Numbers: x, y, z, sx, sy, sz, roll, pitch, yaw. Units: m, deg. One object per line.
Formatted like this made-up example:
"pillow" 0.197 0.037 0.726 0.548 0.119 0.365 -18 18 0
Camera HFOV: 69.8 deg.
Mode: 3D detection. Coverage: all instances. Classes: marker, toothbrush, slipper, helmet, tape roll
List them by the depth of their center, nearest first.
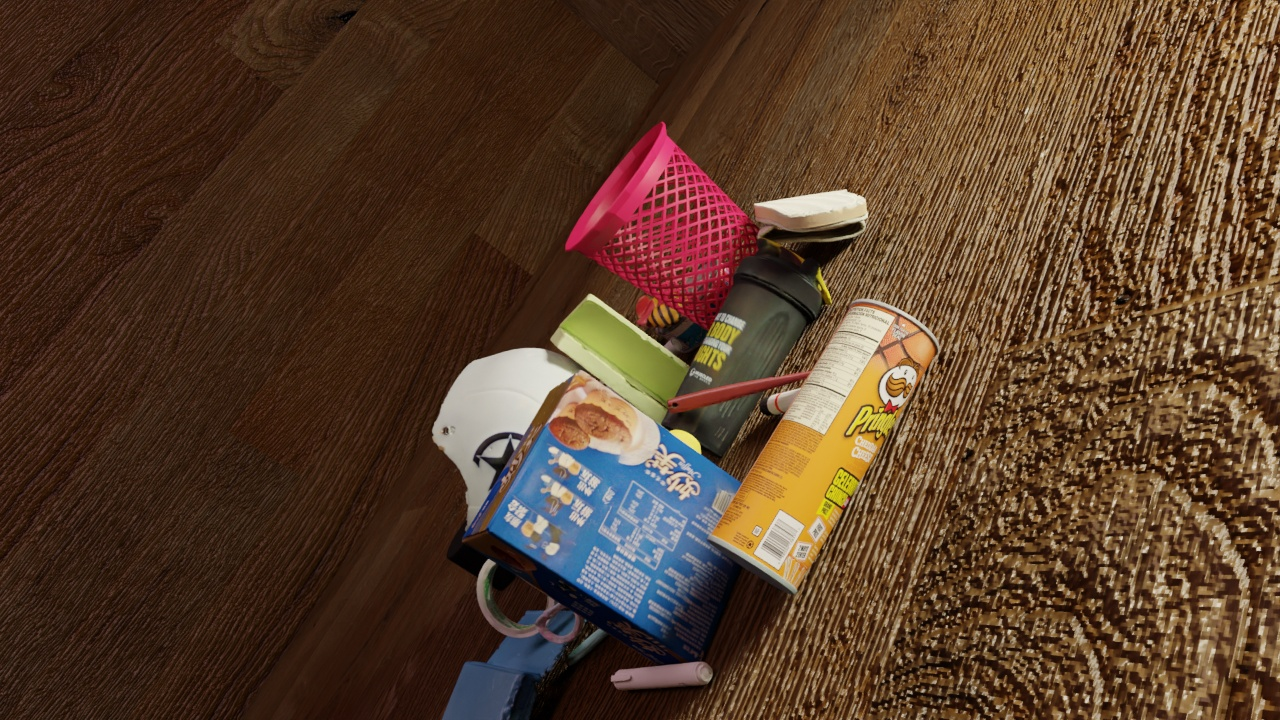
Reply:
"marker" 0.015 0.254 0.737 0.134 0.020 0.017 -33 47 54
"marker" 0.153 0.032 0.818 0.019 0.019 0.146 -60 16 -22
"toothbrush" 0.108 0.024 0.846 0.190 0.016 0.016 -15 -4 32
"toothbrush" -0.019 0.242 0.879 0.181 0.016 0.016 -48 18 26
"tape roll" -0.127 0.242 0.960 0.094 0.094 0.018 -49 -15 18
"slipper" 0.181 -0.151 0.974 0.272 0.114 0.054 -71 -24 -79
"helmet" -0.100 0.110 1.051 0.164 0.264 0.236 -17 10 17

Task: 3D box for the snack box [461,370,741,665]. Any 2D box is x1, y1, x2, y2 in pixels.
"snack box" -0.016 0.131 0.752 0.069 0.202 0.154 -30 28 58

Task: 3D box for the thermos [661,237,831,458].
"thermos" 0.107 -0.012 0.931 0.220 0.098 0.098 -60 15 -7

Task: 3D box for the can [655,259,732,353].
"can" 0.078 -0.075 1.238 0.130 0.044 0.129 -49 15 18

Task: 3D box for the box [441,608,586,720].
"box" -0.144 0.336 0.983 0.176 0.047 0.232 -60 13 -26

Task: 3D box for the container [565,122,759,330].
"container" 0.056 -0.136 1.088 0.183 0.225 0.183 -49 15 18

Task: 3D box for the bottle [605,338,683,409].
"bottle" -0.012 0.037 1.245 0.196 0.052 0.052 -44 17 32

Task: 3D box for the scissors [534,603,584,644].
"scissors" -0.065 0.200 0.854 0.013 0.170 0.173 -30 -14 -51

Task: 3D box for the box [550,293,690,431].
"box" -0.015 0.015 1.046 0.090 0.188 0.078 -60 17 -20

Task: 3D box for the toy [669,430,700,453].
"toy" -0.033 0.142 0.895 0.215 0.148 0.083 -56 33 42

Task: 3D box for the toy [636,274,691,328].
"toy" 0.030 -0.072 1.209 0.084 0.046 0.103 -40 20 0

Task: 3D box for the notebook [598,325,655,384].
"notebook" -0.032 0.005 1.360 0.142 0.008 0.208 -47 1 23

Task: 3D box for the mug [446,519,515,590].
"mug" -0.206 0.262 1.264 0.078 0.088 0.114 -59 16 -19

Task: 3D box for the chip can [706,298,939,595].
"chip can" 0.137 0.062 0.687 0.214 0.075 0.075 -57 15 -11
